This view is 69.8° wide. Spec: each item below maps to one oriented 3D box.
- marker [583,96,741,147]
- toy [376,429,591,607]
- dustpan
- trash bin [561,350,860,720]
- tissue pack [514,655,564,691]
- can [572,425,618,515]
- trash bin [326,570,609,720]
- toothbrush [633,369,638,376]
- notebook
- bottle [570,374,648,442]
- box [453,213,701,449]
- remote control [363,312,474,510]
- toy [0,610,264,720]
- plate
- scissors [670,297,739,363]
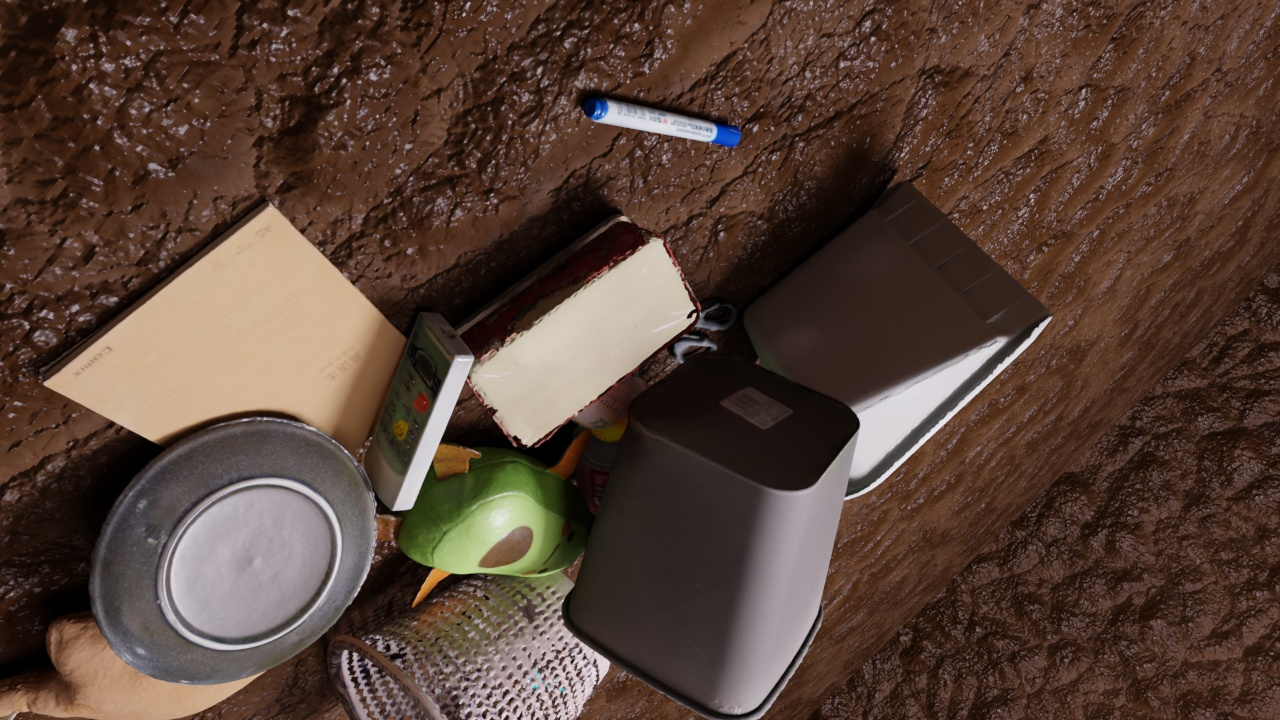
[{"bbox_3d":[0.018,-0.163,0.629,0.145,0.017,0.017,-4,132,-46],"label":"marker"},{"bbox_3d":[-0.124,0.130,0.762,0.227,0.090,0.246,-41,146,16],"label":"toy"},{"bbox_3d":[0.208,0.001,0.859,0.258,0.222,0.143,-32,137,4],"label":"dustpan"},{"bbox_3d":[0.066,0.132,0.759,0.198,0.199,0.220,-34,142,-52],"label":"trash bin"},{"bbox_3d":[-0.090,0.355,1.115,0.093,0.050,0.133,-44,149,2],"label":"tissue pack"},{"bbox_3d":[-0.028,0.099,0.852,0.066,0.066,0.094,-29,147,-21],"label":"can"},{"bbox_3d":[-0.142,0.292,0.847,0.191,0.227,0.228,-35,151,-39],"label":"trash bin"},{"bbox_3d":[-0.005,0.005,0.797,0.190,0.020,0.029,91,18,-54],"label":"toothbrush"},{"bbox_3d":[-0.229,0.009,0.574,0.149,0.012,0.211,-40,149,-6],"label":"notebook"},{"bbox_3d":[-0.040,0.022,0.749,0.063,0.063,0.108,-45,134,5],"label":"bottle"},{"bbox_3d":[-0.045,-0.021,0.648,0.168,0.080,0.091,-37,123,-9],"label":"box"},{"bbox_3d":[-0.154,0.037,0.625,0.019,0.056,0.135,2,124,-44],"label":"remote control"},{"bbox_3d":[-0.335,0.199,0.629,0.226,0.082,0.143,-37,128,-5],"label":"toy"},{"bbox_3d":[-0.247,0.126,0.582,0.179,0.024,0.179,-14,112,-39],"label":"plate"},{"bbox_3d":[0.018,-0.022,0.806,0.171,0.014,0.147,-28,145,-21],"label":"scissors"}]
